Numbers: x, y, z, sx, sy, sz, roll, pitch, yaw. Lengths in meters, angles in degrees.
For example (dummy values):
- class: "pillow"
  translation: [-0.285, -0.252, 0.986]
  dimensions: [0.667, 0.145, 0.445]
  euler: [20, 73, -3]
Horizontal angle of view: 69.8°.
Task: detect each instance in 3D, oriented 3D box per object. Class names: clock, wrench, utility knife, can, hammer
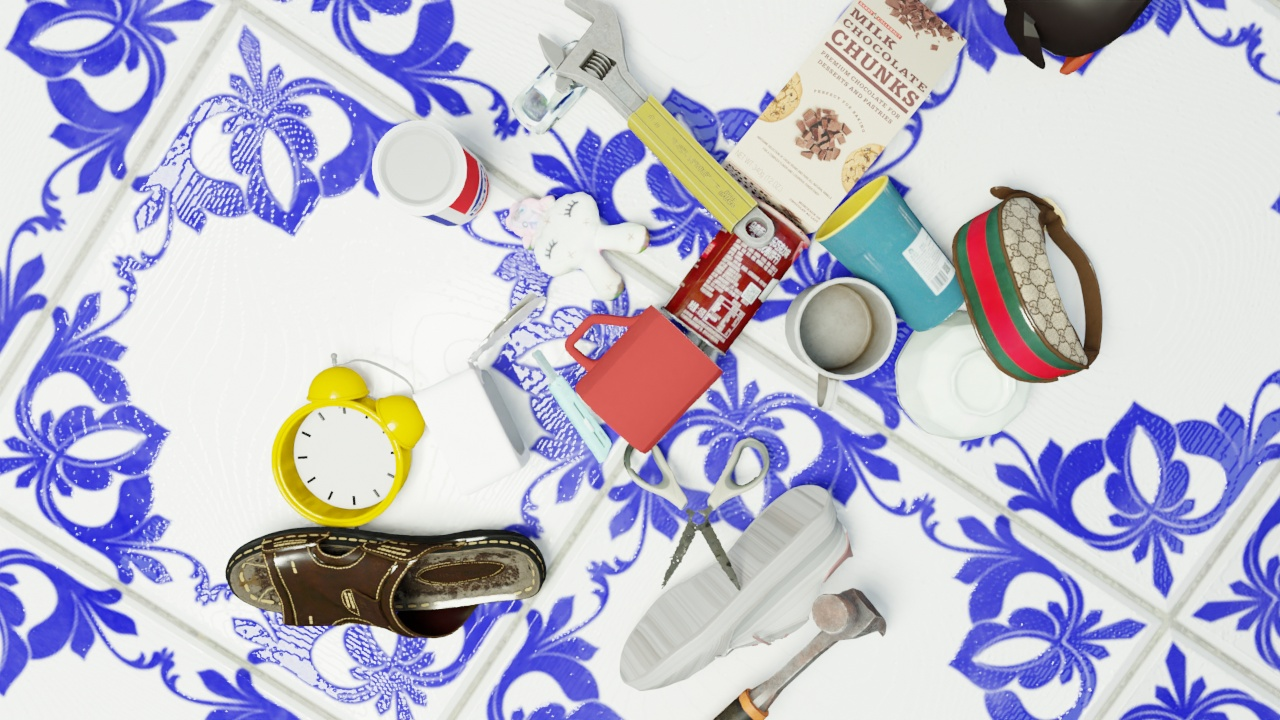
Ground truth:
- class: "clock"
  translation: [-0.252, 0.073, 0.799]
  dimensions: [0.113, 0.052, 0.152]
  euler: [27, 98, -3]
- class: "wrench"
  translation: [0.015, -0.195, 0.753]
  dimensions: [0.083, 0.018, 0.273]
  euler: [-41, 80, -9]
- class: "utility knife"
  translation: [-0.060, 0.037, 0.779]
  dimensions: [0.022, 0.015, 0.141]
  euler: [-58, 137, -28]
- class: "can"
  translation: [-0.165, -0.147, 0.740]
  dimensions: [0.070, 0.132, 0.070]
  euler: [0, 94, -1]
- class: "hammer"
  translation: [0.092, 0.314, 0.809]
  dimensions: [0.315, 0.137, 0.035]
  euler: [-48, 57, 15]

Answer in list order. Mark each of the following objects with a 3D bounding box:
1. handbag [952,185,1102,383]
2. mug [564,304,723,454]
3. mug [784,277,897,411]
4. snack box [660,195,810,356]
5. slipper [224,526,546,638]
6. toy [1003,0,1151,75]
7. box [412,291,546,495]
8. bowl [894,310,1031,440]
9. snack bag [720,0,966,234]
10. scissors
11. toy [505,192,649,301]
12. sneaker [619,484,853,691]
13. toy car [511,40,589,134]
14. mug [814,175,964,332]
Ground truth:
- class: "handbag"
  translation: [0.333, -0.066, 0.770]
  dimensions: [0.138, 0.063, 0.166]
  euler: [-2, 72, -34]
- class: "mug"
  translation: [-0.005, 0.004, 0.779]
  dimensions: [0.116, 0.080, 0.096]
  euler: [43, 93, -7]
- class: "mug"
  translation: [0.165, -0.014, 0.785]
  dimensions: [0.084, 0.070, 0.113]
  euler: [12, 94, -2]
- class: "snack box"
  translation: [0.080, -0.072, 0.780]
  dimensions: [0.072, 0.072, 0.121]
  euler: [36, 94, -3]
- class: "slipper"
  translation: [-0.215, 0.192, 0.780]
  dimensions: [0.268, 0.075, 0.113]
  euler: [0, 123, -5]
- class: "toy"
  translation: [0.323, -0.337, 0.725]
  dimensions: [0.184, 0.140, 0.159]
  euler: [33, 93, -2]
- class: "box"
  translation: [-0.116, 0.016, 0.772]
  dimensions: [0.132, 0.107, 0.151]
  euler: [-25, 90, -4]
- class: "bowl"
  translation: [0.286, 0.016, 0.794]
  dimensions: [0.117, 0.061, 0.117]
  euler: [0, 95, 0]
- class: "snack bag"
  translation: [0.171, -0.217, 0.770]
  dimensions: [0.094, 0.070, 0.206]
  euler: [39, 93, -3]
- class: "scissors"
  translation: [0.046, 0.118, 0.786]
  dimensions: [0.157, 0.013, 0.170]
  euler: [32, 58, 23]
- class: "toy"
  translation: [-0.057, -0.105, 0.793]
  dimensions: [0.122, 0.038, 0.079]
  euler: [24, 101, 0]
- class: "sneaker"
  translation: [0.092, 0.215, 0.790]
  dimensions: [0.236, 0.099, 0.089]
  euler: [-40, 107, -3]
- class: "toy car"
  translation: [-0.071, -0.236, 0.787]
  dimensions: [0.038, 0.027, 0.090]
  euler: [43, 93, -2]
- class: "mug"
  translation: [0.218, -0.086, 0.780]
  dimensions: [0.078, 0.078, 0.121]
  euler: [-44, 98, 3]
